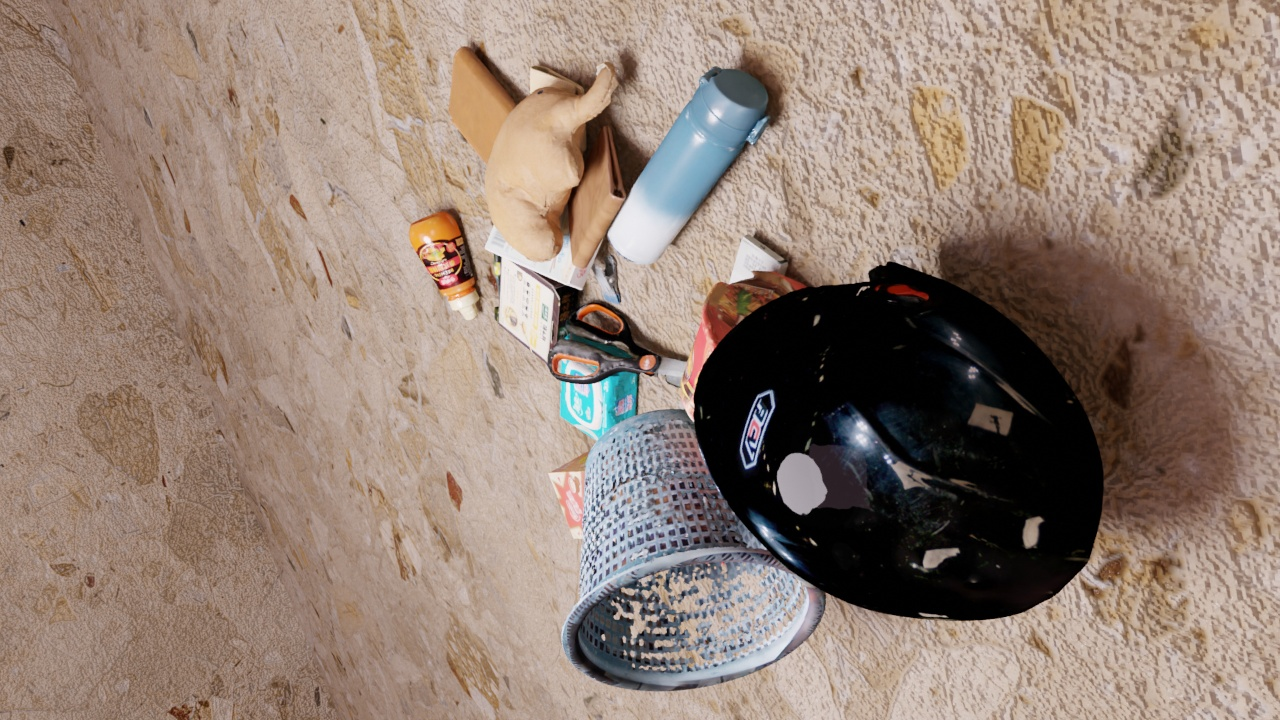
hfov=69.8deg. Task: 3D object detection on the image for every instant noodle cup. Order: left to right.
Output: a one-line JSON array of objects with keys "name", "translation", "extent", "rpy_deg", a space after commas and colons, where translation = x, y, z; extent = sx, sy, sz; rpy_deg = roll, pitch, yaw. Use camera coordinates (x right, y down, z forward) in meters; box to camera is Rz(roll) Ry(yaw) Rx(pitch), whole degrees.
[{"name": "instant noodle cup", "translation": [0.104, 0.008, 0.817], "extent": [0.138, 0.137, 0.109], "rpy_deg": [49, 143, 19]}]

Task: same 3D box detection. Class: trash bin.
[{"name": "trash bin", "translation": [0.034, 0.160, 0.840], "extent": [0.194, 0.226, 0.227], "rpy_deg": [-101, 20, -44]}]

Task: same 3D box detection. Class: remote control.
[{"name": "remote control", "translation": [0.102, -0.056, 0.872], "extent": [0.049, 0.024, 0.125], "rpy_deg": [40, 136, 28]}]

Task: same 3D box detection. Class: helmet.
[{"name": "helmet", "translation": [0.180, 0.063, 0.652], "extent": [0.230, 0.274, 0.234], "rpy_deg": [-111, 35, -65]}]

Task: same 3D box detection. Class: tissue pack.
[{"name": "tissue pack", "translation": [-0.052, 0.038, 1.089], "extent": [0.093, 0.050, 0.134], "rpy_deg": [30, 132, 36]}]

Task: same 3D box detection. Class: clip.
[{"name": "clip", "translation": [-0.037, -0.087, 1.026], "extent": [0.024, 0.026, 0.056], "rpy_deg": [26, 139, 42]}]

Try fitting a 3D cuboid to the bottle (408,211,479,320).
[{"name": "bottle", "translation": [-0.257, -0.123, 1.237], "extent": [0.067, 0.066, 0.149], "rpy_deg": [1, 118, 50]}]

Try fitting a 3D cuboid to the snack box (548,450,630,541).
[{"name": "snack box", "translation": [-0.046, 0.164, 1.134], "extent": [0.095, 0.076, 0.093], "rpy_deg": [-10, 103, 52]}]

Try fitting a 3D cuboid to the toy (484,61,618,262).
[{"name": "toy", "translation": [-0.096, -0.214, 0.939], "extent": [0.143, 0.082, 0.227], "rpy_deg": [48, 130, 29]}]

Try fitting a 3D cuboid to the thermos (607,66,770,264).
[{"name": "thermos", "translation": [0.041, -0.173, 0.844], "extent": [0.070, 0.070, 0.221], "rpy_deg": [56, 142, 11]}]

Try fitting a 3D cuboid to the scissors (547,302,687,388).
[{"name": "scissors", "translation": [0.003, -0.013, 1.000], "extent": [0.234, 0.160, 0.022], "rpy_deg": [-7, 149, 21]}]

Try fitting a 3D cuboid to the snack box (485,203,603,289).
[{"name": "snack box", "translation": [-0.108, -0.142, 1.037], "extent": [0.157, 0.026, 0.085], "rpy_deg": [26, 95, 39]}]

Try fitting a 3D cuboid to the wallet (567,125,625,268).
[{"name": "wallet", "translation": [-0.048, -0.167, 0.936], "extent": [0.101, 0.020, 0.115], "rpy_deg": [-55, 34, 42]}]

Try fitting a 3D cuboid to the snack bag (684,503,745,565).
[{"name": "snack bag", "translation": [0.065, 0.171, 1.024], "extent": [0.208, 0.073, 0.128], "rpy_deg": [-10, 101, 57]}]

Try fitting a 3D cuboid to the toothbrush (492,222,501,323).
[{"name": "toothbrush", "translation": [-0.185, -0.128, 1.184], "extent": [0.017, 0.012, 0.186], "rpy_deg": [41, 139, 43]}]

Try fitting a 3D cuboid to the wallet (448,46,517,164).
[{"name": "wallet", "translation": [-0.179, -0.282, 1.067], "extent": [0.132, 0.031, 0.108], "rpy_deg": [52, 145, 23]}]

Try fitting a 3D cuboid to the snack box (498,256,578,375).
[{"name": "snack box", "translation": [-0.121, -0.064, 1.110], "extent": [0.126, 0.053, 0.113], "rpy_deg": [36, 134, 32]}]

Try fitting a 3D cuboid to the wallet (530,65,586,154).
[{"name": "wallet", "translation": [-0.090, -0.250, 0.990], "extent": [0.087, 0.024, 0.115], "rpy_deg": [32, 132, 34]}]
